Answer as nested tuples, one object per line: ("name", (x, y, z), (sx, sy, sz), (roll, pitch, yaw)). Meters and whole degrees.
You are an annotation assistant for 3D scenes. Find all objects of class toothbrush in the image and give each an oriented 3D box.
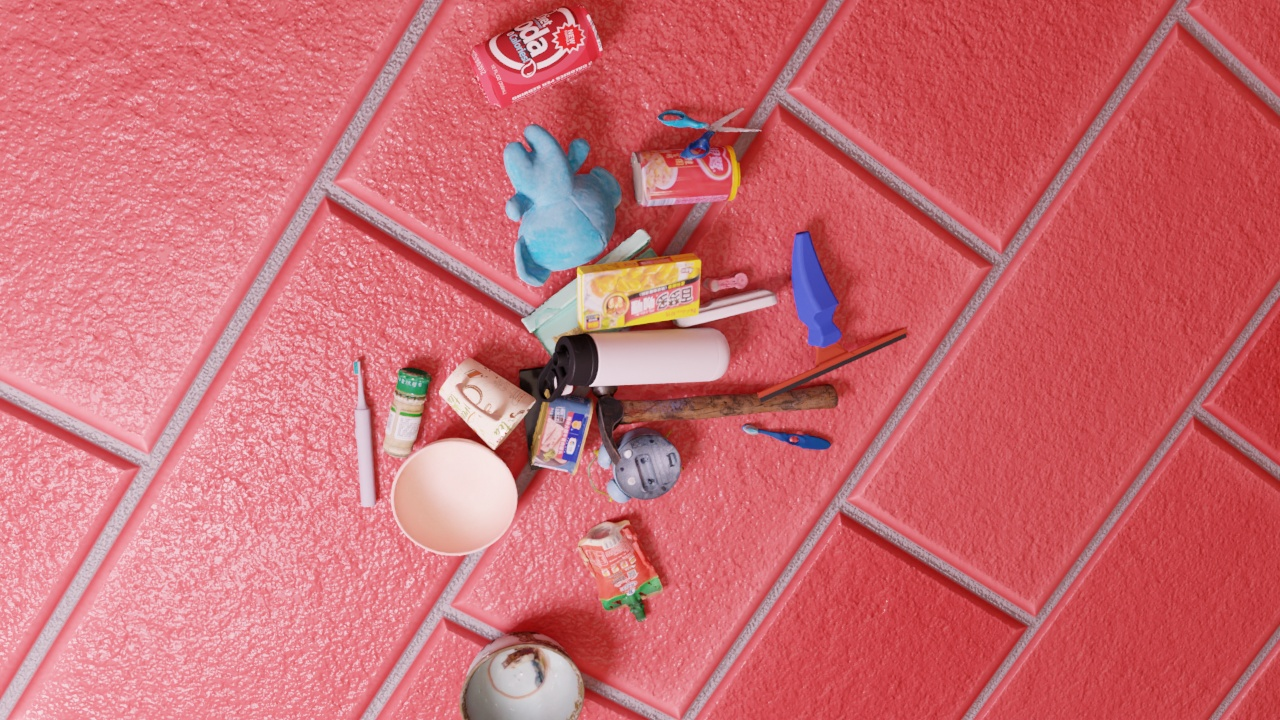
("toothbrush", (-0.345, 0.092, 1.143), (0.019, 0.018, 0.188), (-2, 103, -9))
("toothbrush", (0.201, 0.105, 1.250), (0.132, 0.016, 0.021), (12, 102, -12))

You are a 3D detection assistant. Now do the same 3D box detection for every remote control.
("remote control", (-0.122, 0.074, 1.184), (0.058, 0.013, 0.133), (-6, 104, -9))
("remote control", (0.107, -0.069, 1.175), (0.133, 0.050, 0.022), (-14, 101, -8))

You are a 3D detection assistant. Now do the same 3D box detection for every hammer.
("hammer", (0.105, 0.066, 1.193), (0.330, 0.033, 0.119), (-4, 61, -15))

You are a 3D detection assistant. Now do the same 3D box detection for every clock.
("clock", (-0.008, 0.138, 1.200), (0.124, 0.051, 0.089), (-19, 107, -5))

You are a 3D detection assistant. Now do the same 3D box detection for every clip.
("clip", (0.110, -0.100, 1.177), (0.060, 0.043, 0.023), (-4, 107, 4))

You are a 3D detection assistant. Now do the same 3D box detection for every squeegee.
("squeegee", (0.228, -0.077, 1.194), (0.249, 0.055, 0.185), (-22, 106, -23))

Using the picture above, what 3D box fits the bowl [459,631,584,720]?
("bowl", (-0.159, 0.423, 1.215), (0.160, 0.094, 0.160), (-2, 103, -10))

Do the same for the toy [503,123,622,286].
("toy", (-0.108, -0.189, 1.080), (0.183, 0.115, 0.181), (-48, 127, -20))

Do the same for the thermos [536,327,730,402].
("thermos", (-0.007, 0.007, 1.139), (0.229, 0.068, 0.101), (-3, 142, -29))

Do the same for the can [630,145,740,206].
("can", (0.054, -0.225, 1.120), (0.124, 0.066, 0.067), (-6, 104, -9))

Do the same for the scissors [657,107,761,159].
("scissors", (0.086, -0.274, 1.111), (0.130, 0.116, 0.014), (2, 141, -7))

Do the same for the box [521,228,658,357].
("box", (-0.045, -0.069, 1.131), (0.188, 0.077, 0.091), (-37, 94, -2))

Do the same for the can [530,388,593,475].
("can", (-0.100, 0.090, 1.155), (0.059, 0.054, 0.100), (13, 100, -12))

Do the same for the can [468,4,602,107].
("can", (-0.121, -0.350, 1.055), (0.142, 0.074, 0.074), (-26, 106, -4))

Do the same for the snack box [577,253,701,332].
("snack box", (-0.001, -0.082, 1.102), (0.152, 0.025, 0.075), (-9, 119, -19))

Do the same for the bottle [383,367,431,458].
("bottle", (-0.290, 0.065, 1.135), (0.042, 0.042, 0.110), (13, 101, -13))

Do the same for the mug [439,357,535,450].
("mug", (-0.193, 0.050, 1.109), (0.097, 0.122, 0.081), (39, 96, -1))

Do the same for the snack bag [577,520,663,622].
("snack bag", (-0.024, 0.291, 1.242), (0.087, 0.044, 0.155), (-22, 110, 0))

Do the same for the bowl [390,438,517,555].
("bowl", (-0.232, 0.161, 1.151), (0.153, 0.076, 0.153), (-2, 103, -9))
